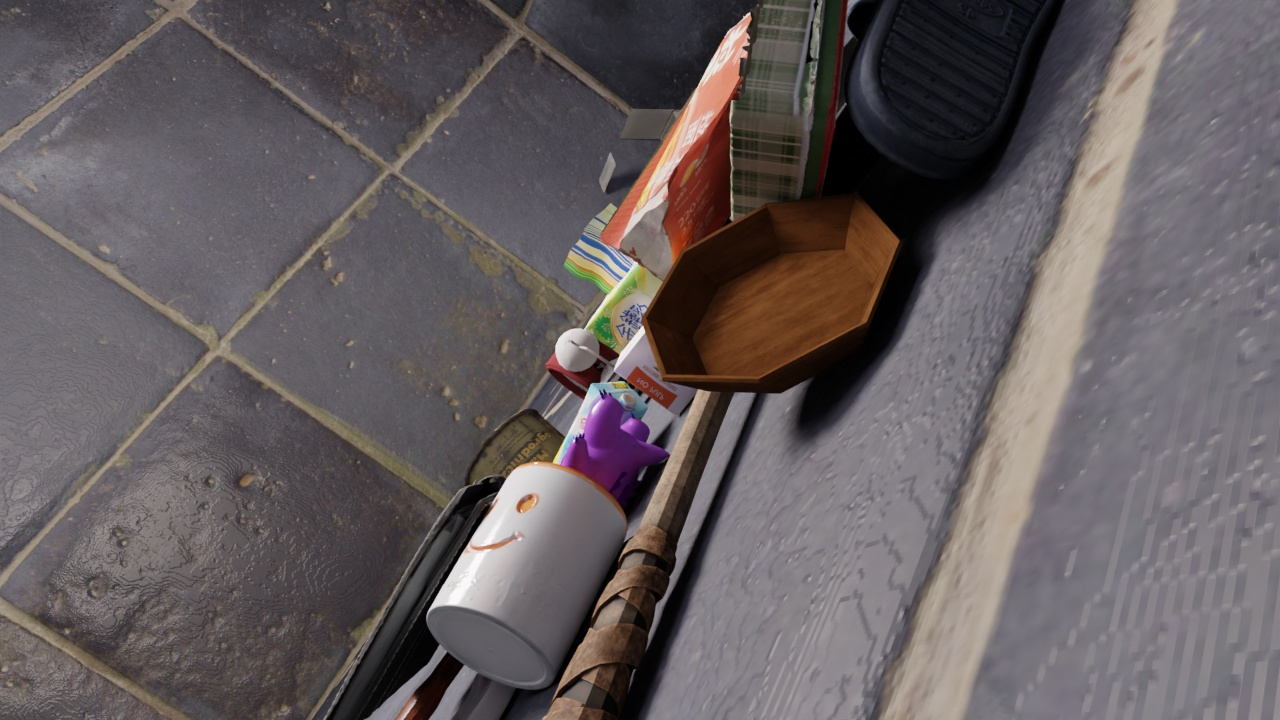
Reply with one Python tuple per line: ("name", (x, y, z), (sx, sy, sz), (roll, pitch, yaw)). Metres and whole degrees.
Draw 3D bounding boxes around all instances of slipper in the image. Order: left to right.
("slipper", (0.159, -0.177, 0.496), (0.262, 0.101, 0.083), (-66, 4, -33))

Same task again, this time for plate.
("plate", (0.064, -0.028, 0.442), (0.131, 0.025, 0.131), (-21, 38, 17))

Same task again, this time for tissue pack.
("tissue pack", (-0.009, -0.093, 0.997), (0.198, 0.141, 0.120), (-47, 10, 48))

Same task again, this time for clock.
("clock", (-0.048, 0.010, 0.951), (0.048, 0.096, 0.138), (-56, 4, -12))

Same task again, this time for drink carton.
("drink carton", (-0.041, 0.073, 0.701), (0.044, 0.038, 0.129), (-2, -51, -46))
("drink carton", (0.038, -0.022, 0.668), (0.123, 0.058, 0.040), (-52, 7, 21))

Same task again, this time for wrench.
("wrench", (-0.153, 0.283, 0.643), (0.274, 0.018, 0.066), (-51, 7, 33))

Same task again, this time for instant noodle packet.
("instant noodle packet", (0.052, -0.154, 0.646), (0.164, 0.084, 0.221), (-57, 2, -8))

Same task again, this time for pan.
("pan", (0.102, -0.116, 0.740), (0.356, 0.044, 0.204), (-56, 9, 14))

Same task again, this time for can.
("can", (-0.093, 0.099, 0.792), (0.089, 0.074, 0.090), (-45, -18, -19))

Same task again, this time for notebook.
("notebook", (-0.138, 0.156, 0.635), (0.169, 0.029, 0.209), (-62, 0, -6))

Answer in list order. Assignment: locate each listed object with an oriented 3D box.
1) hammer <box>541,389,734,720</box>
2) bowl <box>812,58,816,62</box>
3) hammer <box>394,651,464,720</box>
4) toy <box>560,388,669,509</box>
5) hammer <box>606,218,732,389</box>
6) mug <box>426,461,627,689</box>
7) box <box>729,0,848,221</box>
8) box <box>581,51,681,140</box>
("hammer", (0.016, 0.068, 0.454), (0.122, 0.049, 0.317), (-51, 8, 45))
("bowl", (0.205, -0.389, 1.267), (0.178, 0.081, 0.178), (-51, 8, 10))
("hammer", (-0.161, 0.253, 0.664), (0.299, 0.028, 0.111), (-53, -1, -34))
("toy", (-0.025, 0.076, 0.626), (0.088, 0.056, 0.106), (-49, -28, -2))
("hammer", (-0.005, 0.005, 0.851), (0.321, 0.036, 0.123), (-58, -24, 5))
("mug", (-0.064, 0.125, 0.539), (0.083, 0.082, 0.105), (-47, 11, 48))
("box", (0.083, -0.129, 0.520), (0.206, 0.050, 0.117), (76, -154, -70))
("box", (0.001, -0.883, 3.285), (0.172, 0.512, 0.167), (-58, 0, -31))
